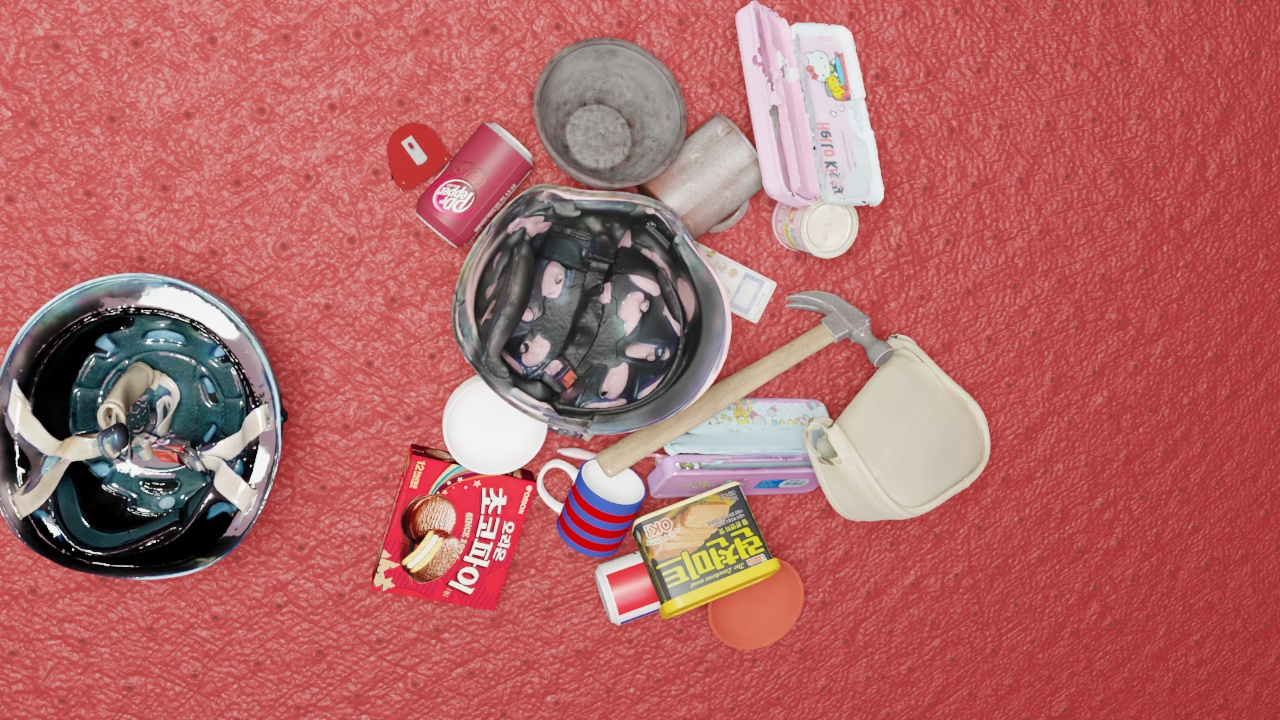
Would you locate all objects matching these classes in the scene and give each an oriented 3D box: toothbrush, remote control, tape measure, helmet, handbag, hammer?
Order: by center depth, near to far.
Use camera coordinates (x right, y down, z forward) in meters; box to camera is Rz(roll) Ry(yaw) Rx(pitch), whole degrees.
[{"bbox_3d":[-0.429,0.046,0.802,0.225,0.167,0.266,8,104,-20],"label":"helmet"},{"bbox_3d":[-0.218,-0.196,0.874,0.059,0.019,0.051,-36,111,-4],"label":"tape measure"},{"bbox_3d":[-0.044,-0.033,0.878,0.255,0.153,0.229,14,76,4],"label":"helmet"},{"bbox_3d":[0.101,0.031,0.972,0.331,0.119,0.031,-31,149,-10],"label":"hammer"},{"bbox_3d":[0.081,-0.089,0.991,0.135,0.011,0.050,24,97,-20],"label":"remote control"},{"bbox_3d":[-0.027,0.107,1.010,0.135,0.022,0.016,5,92,-19],"label":"toothbrush"},{"bbox_3d":[0.268,0.090,1.027,0.228,0.132,0.184,-41,105,-40],"label":"handbag"}]

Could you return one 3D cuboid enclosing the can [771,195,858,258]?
[{"bbox_3d":[0.183,-0.145,0.969,0.067,0.076,0.067,-4,105,-15],"label":"can"}]

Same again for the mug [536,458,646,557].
[{"bbox_3d":[-0.059,0.149,0.979,0.112,0.074,0.076,24,118,-1],"label":"mug"}]

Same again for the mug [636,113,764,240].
[{"bbox_3d":[0.066,-0.171,0.931,0.110,0.096,0.123,-34,137,1],"label":"mug"}]

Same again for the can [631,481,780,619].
[{"bbox_3d":[0.066,0.201,0.977,0.130,0.073,0.101,-19,70,-11],"label":"can"}]

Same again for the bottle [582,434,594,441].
[{"bbox_3d":[-0.006,0.006,0.969,0.053,0.053,0.186,42,91,-21],"label":"bottle"}]

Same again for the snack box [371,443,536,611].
[{"bbox_3d":[-0.198,0.178,0.973,0.132,0.036,0.152,16,100,-19],"label":"snack box"}]

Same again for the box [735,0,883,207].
[{"bbox_3d":[0.163,-0.249,0.915,0.155,0.059,0.201,1,77,-38],"label":"box"}]

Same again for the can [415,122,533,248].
[{"bbox_3d":[-0.158,-0.167,0.875,0.063,0.063,0.114,40,92,-21],"label":"can"}]

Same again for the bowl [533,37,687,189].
[{"bbox_3d":[-0.034,-0.226,0.879,0.145,0.067,0.145,2,82,-13],"label":"bowl"}]

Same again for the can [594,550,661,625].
[{"bbox_3d":[0.020,0.244,1.034,0.132,0.070,0.070,-17,109,-10],"label":"can"}]

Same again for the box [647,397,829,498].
[{"bbox_3d":[0.110,0.094,1.031,0.214,0.090,0.092,1,60,-21],"label":"box"}]

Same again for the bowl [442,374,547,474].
[{"bbox_3d":[-0.152,0.061,0.945,0.104,0.054,0.105,-5,107,-16],"label":"bowl"}]

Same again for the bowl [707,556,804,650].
[{"bbox_3d":[0.133,0.282,1.094,0.122,0.035,0.122,-4,106,-14],"label":"bowl"}]
